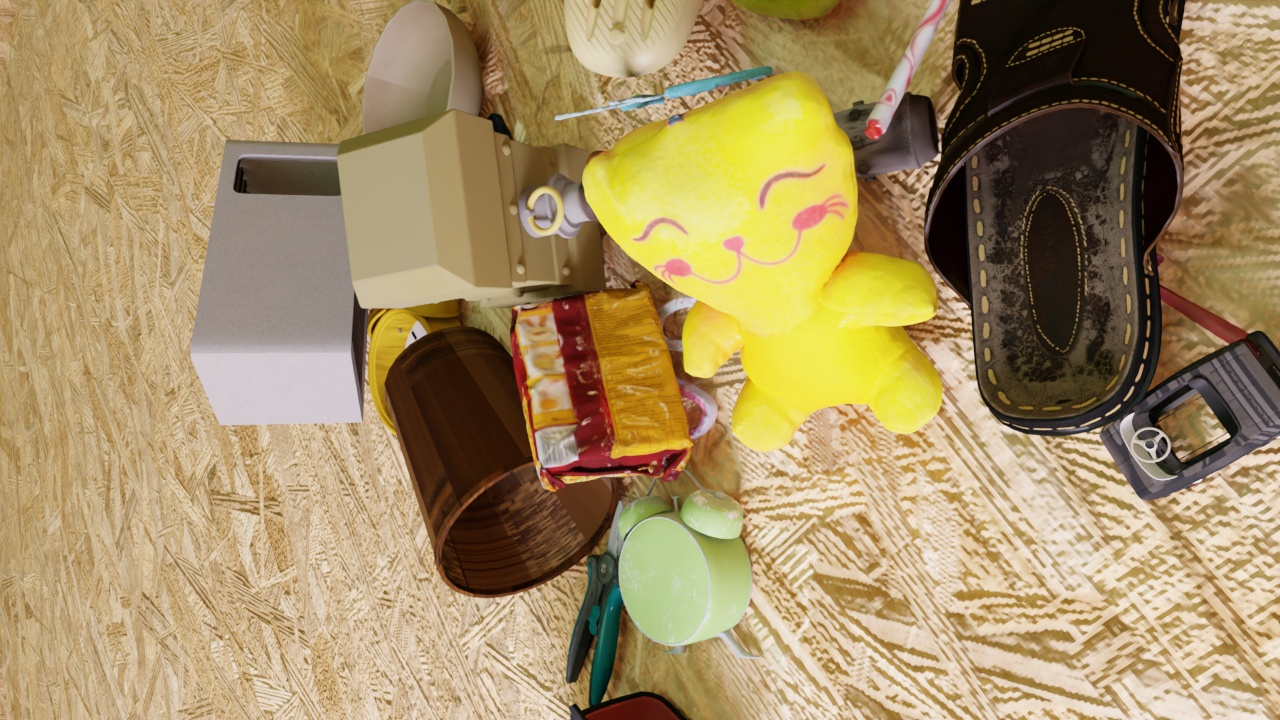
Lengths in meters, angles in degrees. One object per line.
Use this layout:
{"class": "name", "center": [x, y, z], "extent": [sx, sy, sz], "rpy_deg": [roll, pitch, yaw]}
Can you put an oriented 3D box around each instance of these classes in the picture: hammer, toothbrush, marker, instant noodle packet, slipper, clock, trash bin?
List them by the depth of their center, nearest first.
{"class": "toothbrush", "center": [0.264, 0.003, 0.362], "extent": [0.190, 0.016, 0.016], "rpy_deg": [47, 115, 36]}
{"class": "slipper", "center": [0.178, -0.102, 0.398], "extent": [0.113, 0.075, 0.267], "rpy_deg": [-2, 78, 46]}
{"class": "marker", "center": [0.146, -0.173, 0.455], "extent": [0.013, 0.012, 0.142], "rpy_deg": [24, 85, 43]}
{"class": "hammer", "center": [0.006, -0.102, 0.543], "extent": [0.326, 0.190, 0.100], "rpy_deg": [-7, 90, 27]}
{"class": "clock", "center": [0.027, 0.128, 0.577], "extent": [0.095, 0.042, 0.119], "rpy_deg": [-16, 76, 43]}
{"class": "slipper", "center": [0.018, -0.298, 0.578], "extent": [0.111, 0.079, 0.261], "rpy_deg": [9, 87, 22]}
{"class": "instant noodle packet", "center": [-0.027, 0.016, 0.581], "extent": [0.040, 0.098, 0.135], "rpy_deg": [95, 163, -62]}
{"class": "trash bin", "center": [-0.300, -0.070, 0.796], "extent": [0.115, 0.114, 0.228], "rpy_deg": [107, 159, -56]}
{"class": "clock", "center": [-0.194, -0.005, 0.800], "extent": [0.114, 0.052, 0.152], "rpy_deg": [-16, 81, 44]}

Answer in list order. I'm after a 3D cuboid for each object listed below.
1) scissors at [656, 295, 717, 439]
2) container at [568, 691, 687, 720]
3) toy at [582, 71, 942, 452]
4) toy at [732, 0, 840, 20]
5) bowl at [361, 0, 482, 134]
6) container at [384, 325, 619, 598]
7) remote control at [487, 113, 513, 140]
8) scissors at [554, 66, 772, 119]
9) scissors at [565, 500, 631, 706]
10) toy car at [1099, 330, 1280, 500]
{"class": "scissors", "center": [-0.003, -0.020, 0.636], "extent": [0.179, 0.016, 0.103], "rpy_deg": [31, 111, 45]}
{"class": "container", "center": [0.003, 0.265, 0.536], "extent": [0.148, 0.126, 0.201], "rpy_deg": [38, 124, 40]}
{"class": "toy", "center": [0.073, -0.047, 0.450], "extent": [0.135, 0.194, 0.087], "rpy_deg": [-15, 35, 35]}
{"class": "toy", "center": [0.091, -0.250, 0.521], "extent": [0.090, 0.051, 0.110], "rpy_deg": [27, 105, 40]}
{"class": "bowl", "center": [-0.182, -0.228, 0.794], "extent": [0.153, 0.050, 0.152], "rpy_deg": [-3, 86, 46]}
{"class": "container", "center": [-0.112, 0.064, 0.667], "extent": [0.167, 0.132, 0.132], "rpy_deg": [51, 122, 40]}
{"class": "remote control", "center": [-0.106, -0.132, 0.734], "extent": [0.047, 0.022, 0.150], "rpy_deg": [-46, 58, 33]}
{"class": "scissors", "center": [0.010, -0.166, 0.575], "extent": [0.133, 0.135, 0.015], "rpy_deg": [-134, 35, -75]}
{"class": "scissors", "center": [-0.024, 0.174, 0.640], "extent": [0.128, 0.019, 0.142], "rpy_deg": [-40, 54, 43]}
{"class": "toy car", "center": [0.222, 0.026, 0.369], "extent": [0.092, 0.037, 0.040], "rpy_deg": [106, 143, -61]}
